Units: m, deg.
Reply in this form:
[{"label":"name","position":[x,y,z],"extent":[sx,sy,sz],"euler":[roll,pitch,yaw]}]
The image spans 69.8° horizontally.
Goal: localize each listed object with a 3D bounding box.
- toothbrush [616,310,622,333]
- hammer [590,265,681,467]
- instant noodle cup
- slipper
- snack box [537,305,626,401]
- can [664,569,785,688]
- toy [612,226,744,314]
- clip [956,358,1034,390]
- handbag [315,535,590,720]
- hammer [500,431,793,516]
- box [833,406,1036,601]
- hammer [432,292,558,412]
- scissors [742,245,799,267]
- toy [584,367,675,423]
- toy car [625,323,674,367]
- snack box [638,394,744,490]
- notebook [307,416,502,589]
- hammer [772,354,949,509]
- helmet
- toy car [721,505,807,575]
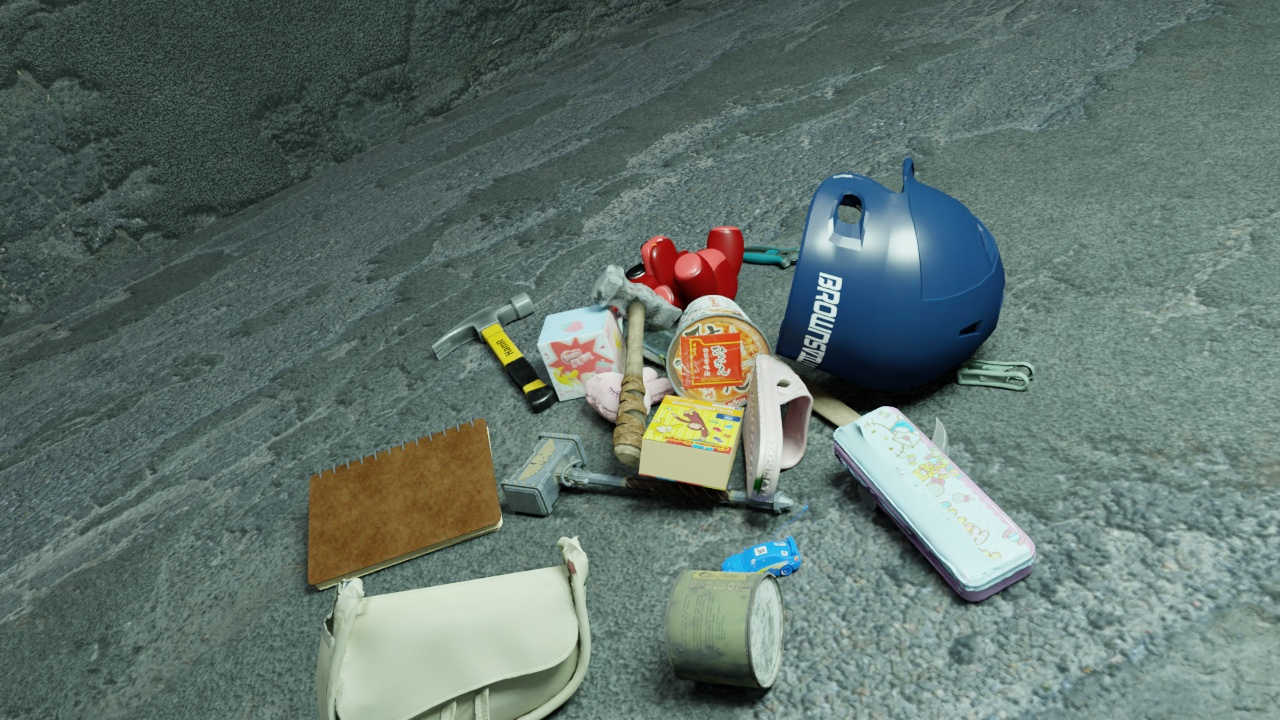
[{"label":"toothbrush","position":[-0.032,-0.046,1.322],"extent":[0.022,0.015,0.154],"euler":[13,32,-7]},{"label":"hammer","position":[-0.006,0.006,1.087],"extent":[0.049,0.121,0.318],"euler":[-48,23,31]},{"label":"instant noodle cup","position":[0.091,-0.019,1.115],"extent":[0.124,0.124,0.121],"euler":[-15,22,7]},{"label":"slipper","position":[0.145,0.065,0.951],"extent":[0.064,0.094,0.238],"euler":[9,24,3]},{"label":"snack box","position":[-0.073,-0.011,1.208],"extent":[0.093,0.095,0.079],"euler":[-11,31,13]},{"label":"can","position":[0.070,0.218,0.751],"extent":[0.075,0.090,0.089],"euler":[-4,33,26]},{"label":"toy","position":[0.044,-0.118,1.307],"extent":[0.198,0.120,0.157],"euler":[-5,31,38]},{"label":"clip","position":[0.379,0.014,0.980],"extent":[0.076,0.023,0.044],"euler":[6,39,40]},{"label":"handbag","position":[-0.147,0.252,0.747],"extent":[0.228,0.184,0.132],"euler":[-9,30,-16]},{"label":"hammer","position":[0.008,0.134,0.981],"extent":[0.323,0.044,0.098],"euler":[3,36,29]},{"label":"box","position":[0.256,0.120,0.825],"extent":[0.076,0.033,0.214],"euler":[-24,41,-10]},{"label":"hammer","position":[-0.194,-0.003,1.334],"extent":[0.169,0.034,0.324],"euler":[-28,32,-12]},{"label":"scissors","position":[0.210,-0.158,1.365],"extent":[0.136,0.019,0.137],"euler":[-14,29,11]},{"label":"toy","position":[-0.012,0.040,1.138],"extent":[0.105,0.053,0.108],"euler":[-19,26,-31]},{"label":"toy car","position":[0.028,-0.015,1.217],"extent":[0.047,0.033,0.105],"euler":[-32,45,-33]},{"label":"snack box","position":[0.056,0.083,0.967],"extent":[0.088,0.040,0.125],"euler":[9,20,10]},{"label":"notebook","position":[-0.276,0.160,1.070],"extent":[0.225,0.024,0.167],"euler":[-19,47,0]},{"label":"hammer","position":[0.210,0.055,1.015],"extent":[0.119,0.031,0.331],"euler":[-26,28,-13]},{"label":"helmet","position":[0.282,-0.093,1.008],"extent":[0.223,0.233,0.271],"euler":[13,48,7]},{"label":"toy car","position":[0.113,0.167,0.837],"extent":[0.092,0.062,0.033],"euler":[-16,30,5]}]
